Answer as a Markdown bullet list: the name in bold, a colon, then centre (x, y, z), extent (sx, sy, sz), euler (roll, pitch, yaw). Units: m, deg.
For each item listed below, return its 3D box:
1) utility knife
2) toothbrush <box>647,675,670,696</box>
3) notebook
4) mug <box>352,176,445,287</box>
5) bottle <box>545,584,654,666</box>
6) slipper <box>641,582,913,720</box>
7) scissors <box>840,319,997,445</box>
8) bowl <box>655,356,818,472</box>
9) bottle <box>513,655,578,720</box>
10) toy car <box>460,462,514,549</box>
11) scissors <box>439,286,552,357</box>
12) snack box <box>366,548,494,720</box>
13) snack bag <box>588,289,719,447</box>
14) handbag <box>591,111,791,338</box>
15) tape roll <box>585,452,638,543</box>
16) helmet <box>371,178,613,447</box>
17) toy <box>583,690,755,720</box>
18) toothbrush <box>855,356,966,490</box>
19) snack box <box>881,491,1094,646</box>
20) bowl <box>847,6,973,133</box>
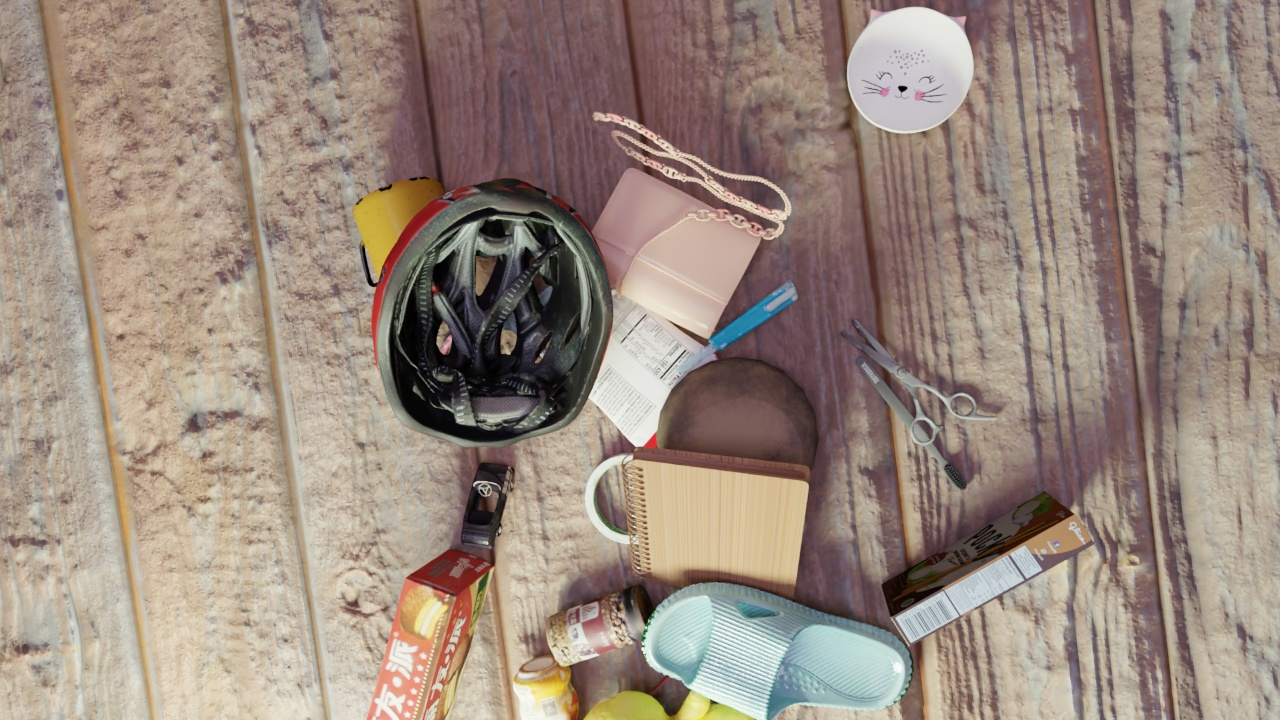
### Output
- **utility knife**: centre (0.096, -0.033, 0.920), extent (0.148, 0.015, 0.022), euler (-33, 91, -7)
- **toothbrush**: centre (-0.006, 0.375, 0.986), extent (0.015, 0.015, 0.184), euler (45, 99, 2)
- **notebook**: centre (0.070, 0.163, 0.887), extent (0.169, 0.022, 0.211), euler (6, 137, 10)
- **mug**: centre (-0.247, -0.126, 0.956), extent (0.124, 0.100, 0.094), euler (-24, 87, 24)
- **bottle**: centre (-0.041, 0.279, 0.964), extent (0.105, 0.056, 0.056), euler (-22, 90, 11)
- **slipper**: centre (0.139, 0.294, 0.909), extent (0.276, 0.069, 0.116), euler (12, 93, -1)
- **scissors**: centre (0.276, 0.015, 0.912), extent (0.120, 0.014, 0.159), euler (-19, 81, -2)
- **bowl**: centre (0.096, 0.082, 0.902), extent (0.162, 0.070, 0.162), euler (0, 104, 1)
- **bottle**: centre (-0.096, 0.374, 0.979), extent (0.063, 0.063, 0.109), euler (-14, 94, 11)
- **toy car**: centre (-0.164, 0.152, 0.974), extent (0.040, 0.037, 0.092), euler (6, 62, 11)
- **scissors**: centre (-0.134, -0.019, 0.978), extent (0.171, 0.013, 0.175), euler (-38, 78, 10)
- **snack box**: centre (-0.230, 0.329, 0.973), extent (0.060, 0.113, 0.236), euler (18, 96, 9)
- **snack bag**: centre (-0.005, 0.005, 0.947), extent (0.144, 0.039, 0.131), euler (43, 101, 12)
- **handbag**: centre (0.018, -0.119, 0.859), extent (0.199, 0.187, 0.116), euler (28, 80, 3)
- **tape roll**: centre (-0.012, 0.145, 0.970), extent (0.094, 0.018, 0.094), euler (1, 93, 10)
- **helmet**: centre (-0.140, -0.047, 0.860), extent (0.217, 0.167, 0.273), euler (3, 120, -20)
- **toy**: centre (0.018, 0.402, 0.944), extent (0.207, 0.092, 0.134), euler (-9, 106, -14)
- **toothbrush**: centre (0.271, 0.063, 0.918), extent (0.013, 0.013, 0.167), euler (-39, 84, 10)
- **snack box**: centre (0.322, 0.195, 0.871), extent (0.186, 0.101, 0.031), euler (-33, 87, 10)
- **bowl**: centre (0.255, -0.272, 0.878), extent (0.115, 0.050, 0.114), euler (1, 94, 10)
